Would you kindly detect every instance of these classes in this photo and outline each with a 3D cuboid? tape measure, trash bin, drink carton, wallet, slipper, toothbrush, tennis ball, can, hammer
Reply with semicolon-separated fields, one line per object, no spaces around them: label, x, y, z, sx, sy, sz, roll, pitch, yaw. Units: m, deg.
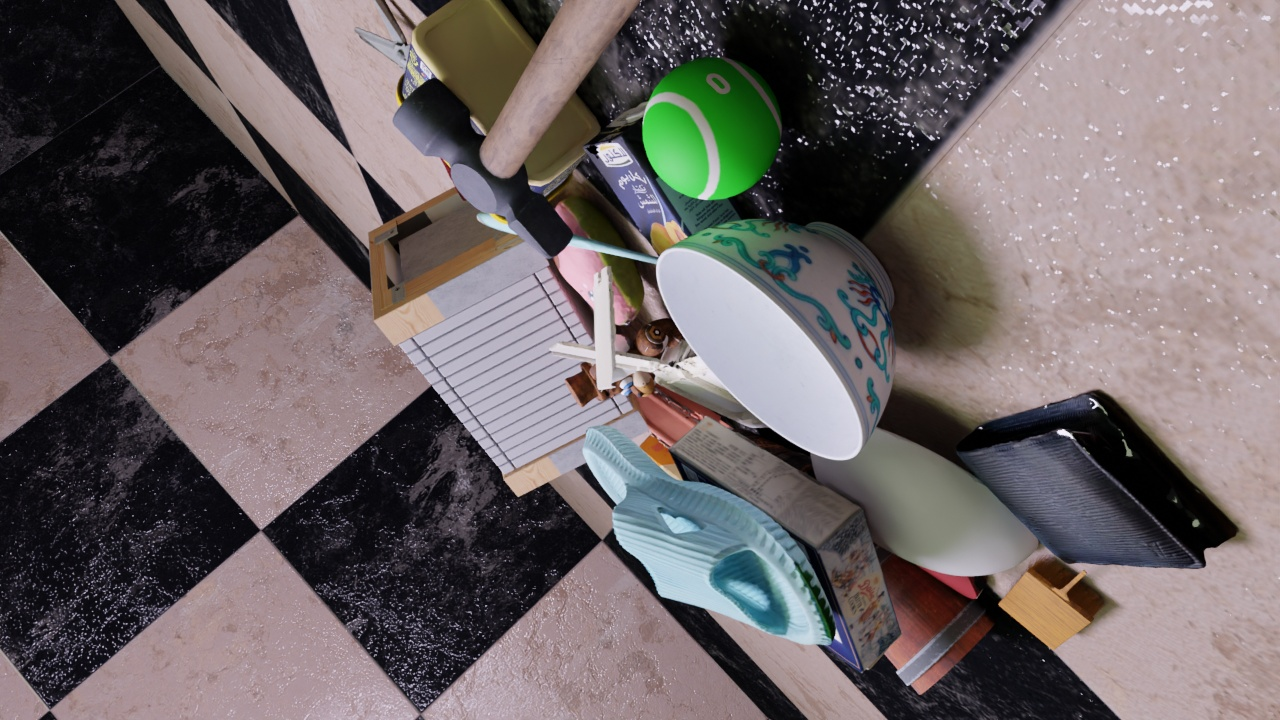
tape measure;0.218;0.139;0.648;0.059;0.019;0.051;32;158;27
trash bin;-0.119;-0.025;0.850;0.247;0.142;0.142;60;-176;-40
drink carton;0.024;-0.092;0.556;0.130;0.040;0.064;53;164;-21
wallet;0.213;0.065;0.449;0.089;0.026;0.115;45;166;3
slipper;0.024;0.121;0.619;0.276;0.069;0.116;27;153;54
toothbrush;-0.046;-0.087;0.684;0.181;0.016;0.016;17;140;20
tennis ball;0.034;-0.109;0.432;0.065;0.065;0.065;44;165;14
can;-0.100;-0.173;0.638;0.135;0.075;0.104;50;163;-8
hammer;-0.036;-0.150;0.453;0.129;0.040;0.323;45;152;-8

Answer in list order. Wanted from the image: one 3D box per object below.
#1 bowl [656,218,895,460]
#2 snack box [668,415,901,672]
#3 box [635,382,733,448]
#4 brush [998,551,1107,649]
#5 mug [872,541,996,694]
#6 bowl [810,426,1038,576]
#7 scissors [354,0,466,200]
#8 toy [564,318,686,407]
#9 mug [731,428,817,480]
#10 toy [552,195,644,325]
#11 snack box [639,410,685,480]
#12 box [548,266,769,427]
bowl;0.085;-0.025;0.486;0.144;0.074;0.144;44;165;14
snack box;0.098;0.124;0.626;0.144;0.042;0.145;30;153;46
box;0.023;0.052;0.919;0.067;0.057;0.187;17;-169;-41
brush;0.252;0.142;0.554;0.048;0.017;0.126;41;164;25
mug;0.206;0.186;0.716;0.111;0.081;0.117;46;-170;22
bowl;0.165;0.095;0.571;0.149;0.043;0.150;32;167;8
scissors;-0.169;-0.226;0.755;0.180;0.015;0.199;4;115;45
toy;-0.005;0.005;0.764;0.067;0.112;0.087;56;169;18
mug;0.121;0.114;0.774;0.115;0.080;0.107;23;178;-30
toy;-0.035;-0.078;0.736;0.110;0.051;0.090;52;162;-2
snack box;0.094;0.158;0.930;0.195;0.080;0.145;35;162;41
box;0.029;0.013;0.638;0.180;0.080;0.144;25;168;-9
